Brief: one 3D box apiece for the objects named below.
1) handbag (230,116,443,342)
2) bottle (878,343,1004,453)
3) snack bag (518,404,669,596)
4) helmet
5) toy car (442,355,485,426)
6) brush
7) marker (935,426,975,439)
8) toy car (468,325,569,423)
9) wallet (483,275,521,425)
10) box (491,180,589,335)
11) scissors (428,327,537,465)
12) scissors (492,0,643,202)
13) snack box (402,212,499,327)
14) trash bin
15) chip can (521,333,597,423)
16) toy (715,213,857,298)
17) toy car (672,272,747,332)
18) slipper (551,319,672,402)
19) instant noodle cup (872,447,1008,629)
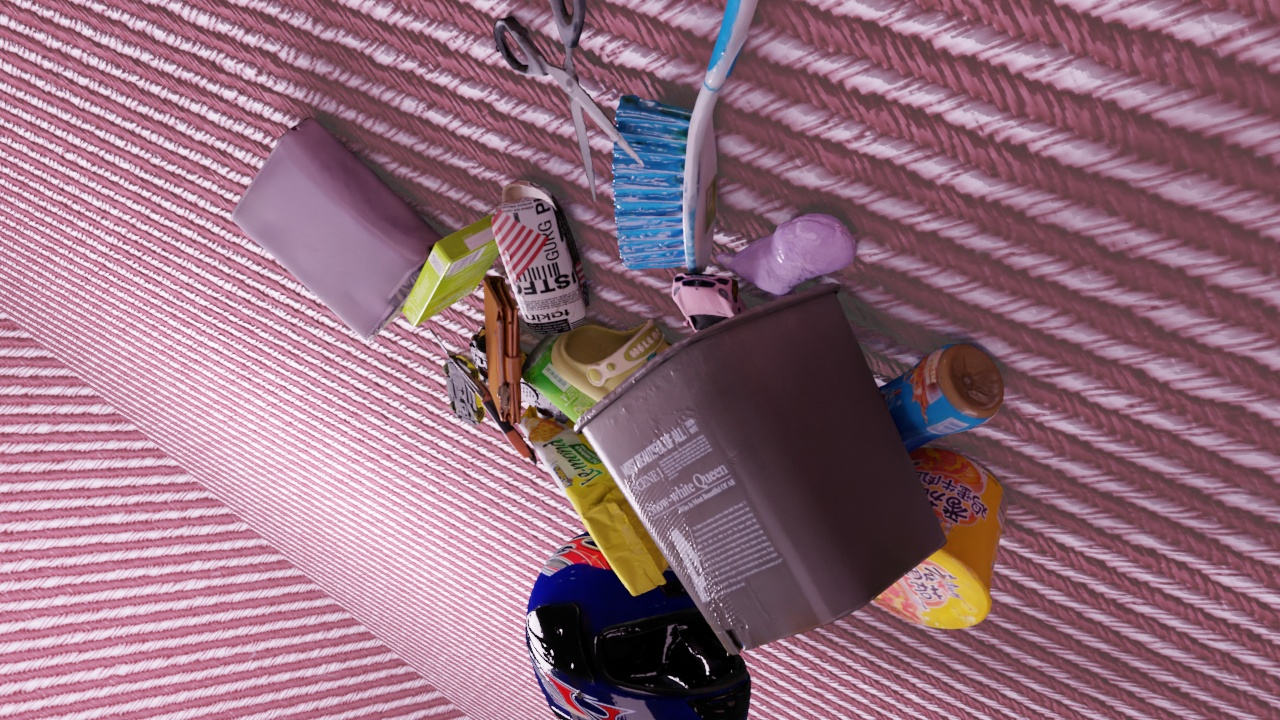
[{"bbox_3d":[-0.311,-0.140,0.973,0.197,0.098,0.145,43,131,-10],"label":"handbag"},{"bbox_3d":[0.208,0.054,0.776,0.065,0.065,0.219,39,148,-4],"label":"bottle"},{"bbox_3d":[-0.053,0.153,1.074,0.246,0.068,0.158,43,164,54],"label":"snack bag"},{"bbox_3d":[-0.002,0.333,1.154,0.316,0.246,0.240,5,94,47],"label":"helmet"},{"bbox_3d":[-0.222,0.036,1.177,0.048,0.032,0.105,19,132,26],"label":"toy car"},{"bbox_3d":[0.033,-0.179,0.657,0.109,0.060,0.315,17,142,18],"label":"brush"},{"bbox_3d":[0.238,0.068,0.810,0.017,0.016,0.146,43,147,-11],"label":"marker"},{"bbox_3d":[-0.136,0.018,1.063,0.156,0.041,0.071,33,151,15],"label":"toy car"},{"bbox_3d":[-0.144,-0.011,0.961,0.107,0.031,0.132,-126,33,-60],"label":"wallet"},{"bbox_3d":[-0.088,-0.102,0.876,0.075,0.080,0.164,-9,133,8],"label":"box"},{"bbox_3d":[-0.178,0.042,1.048,0.221,0.015,0.190,55,173,-11],"label":"scissors"},{"bbox_3d":[-0.056,-0.208,0.683,0.159,0.014,0.181,27,130,39],"label":"scissors"},{"bbox_3d":[-0.186,-0.092,0.928,0.026,0.085,0.157,53,147,2],"label":"snack box"},{"bbox_3d":[0.098,0.088,0.716,0.200,0.198,0.219,-39,74,49],"label":"trash bin"},{"bbox_3d":[-0.030,0.058,0.991,0.221,0.072,0.073,42,147,-10],"label":"chip can"},{"bbox_3d":[0.121,-0.079,0.712,0.084,0.038,0.108,28,148,-22],"label":"toy"},{"bbox_3d":[0.064,-0.040,0.782,0.056,0.037,0.122,4,162,21],"label":"toy car"},{"bbox_3d":[-0.005,0.005,0.889,0.191,0.091,0.082,25,144,22],"label":"slipper"},{"bbox_3d":[0.255,0.151,0.815,0.138,0.109,0.138,24,146,17],"label":"instant noodle cup"}]
